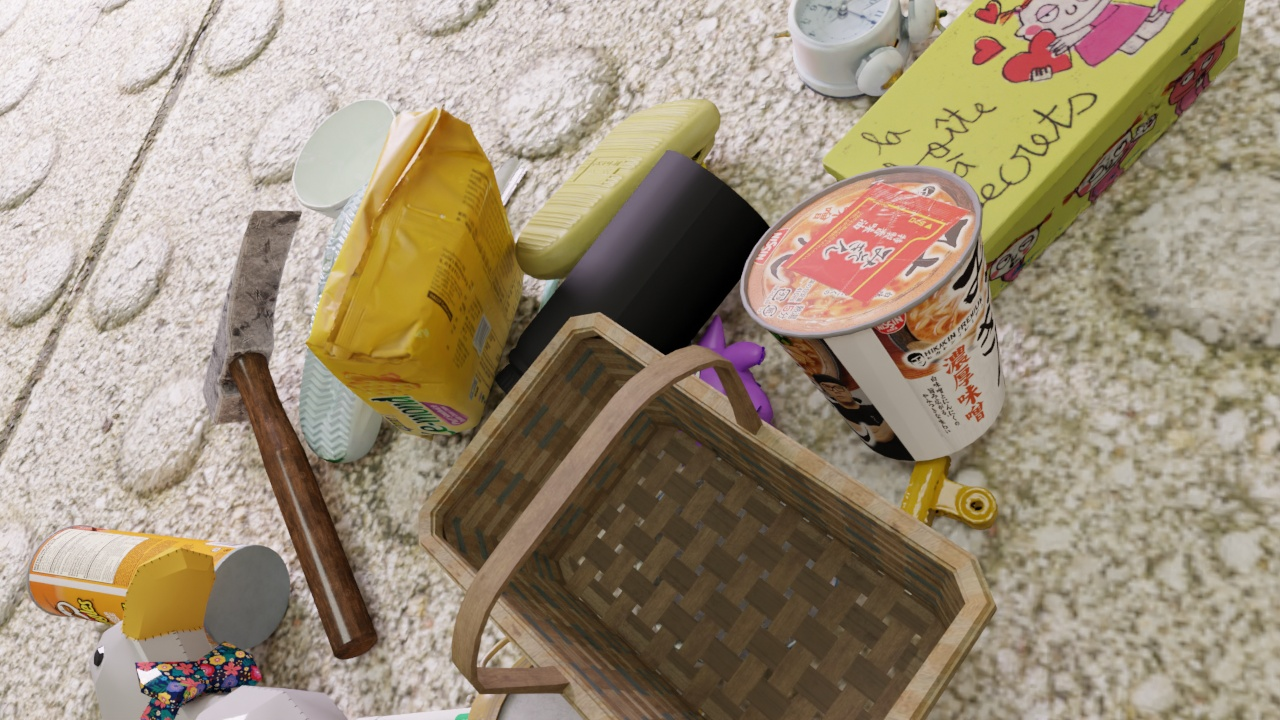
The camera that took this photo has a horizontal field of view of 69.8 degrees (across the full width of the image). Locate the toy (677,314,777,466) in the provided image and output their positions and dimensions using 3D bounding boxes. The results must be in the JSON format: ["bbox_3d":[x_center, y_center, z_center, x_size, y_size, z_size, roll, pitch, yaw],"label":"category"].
[{"bbox_3d":[0.050,0.024,0.571,0.088,0.055,0.106,57,132,33],"label":"toy"}]

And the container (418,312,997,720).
[{"bbox_3d":[0.008,0.085,0.402,0.250,0.186,0.157,34,84,36],"label":"container"}]

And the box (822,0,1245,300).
[{"bbox_3d":[0.231,-0.152,0.547,0.221,0.082,0.124,-43,54,1],"label":"box"}]

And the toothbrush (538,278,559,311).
[{"bbox_3d":[-0.068,-0.065,0.705,0.016,0.016,0.180,5,67,31],"label":"toothbrush"}]

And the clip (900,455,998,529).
[{"bbox_3d":[0.170,0.077,0.505,0.049,0.044,0.054,24,75,-2],"label":"clip"}]

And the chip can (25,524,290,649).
[{"bbox_3d":[-0.378,0.173,0.714,0.215,0.075,0.075,-1,65,28],"label":"chip can"}]

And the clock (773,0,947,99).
[{"bbox_3d":[0.157,-0.226,0.640,0.118,0.057,0.083,29,81,28],"label":"clock"}]

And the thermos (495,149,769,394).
[{"bbox_3d":[-0.013,-0.025,0.574,0.198,0.086,0.086,-51,54,1],"label":"thermos"}]

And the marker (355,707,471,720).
[{"bbox_3d":[-0.146,0.237,0.593,0.146,0.017,0.017,-14,60,22],"label":"marker"}]

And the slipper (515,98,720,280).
[{"bbox_3d":[-0.004,-0.110,0.647,0.190,0.081,0.092,-48,31,-23],"label":"slipper"}]

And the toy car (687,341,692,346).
[{"bbox_3d":[-0.004,0.004,0.627,0.090,0.027,0.038,-28,61,16],"label":"toy car"}]

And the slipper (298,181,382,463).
[{"bbox_3d":[-0.207,-0.037,0.734,0.104,0.074,0.245,13,89,38],"label":"slipper"}]

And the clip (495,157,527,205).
[{"bbox_3d":[-0.140,-0.129,0.778,0.056,0.046,0.101,24,78,30],"label":"clip"}]

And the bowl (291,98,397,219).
[{"bbox_3d":[-0.248,-0.170,0.825,0.118,0.061,0.117,-12,61,22],"label":"bowl"}]

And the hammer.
[{"bbox_3d":[-0.248,0.062,0.674,0.300,0.037,0.218,57,133,27],"label":"hammer"}]

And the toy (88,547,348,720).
[{"bbox_3d":[-0.250,0.258,0.556,0.268,0.140,0.247,13,94,31],"label":"toy"}]

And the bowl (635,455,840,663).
[{"bbox_3d":[0.063,0.115,0.514,0.118,0.062,0.118,-12,61,22],"label":"bowl"}]

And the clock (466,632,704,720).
[{"bbox_3d":[-0.030,0.208,0.499,0.117,0.081,0.159,-28,48,-22],"label":"clock"}]

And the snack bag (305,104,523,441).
[{"bbox_3d":[-0.132,-0.040,0.604,0.068,0.247,0.159,17,75,4],"label":"snack bag"}]

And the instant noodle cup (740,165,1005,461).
[{"bbox_3d":[0.135,-0.017,0.491,0.124,0.122,0.123,-23,37,18],"label":"instant noodle cup"}]
